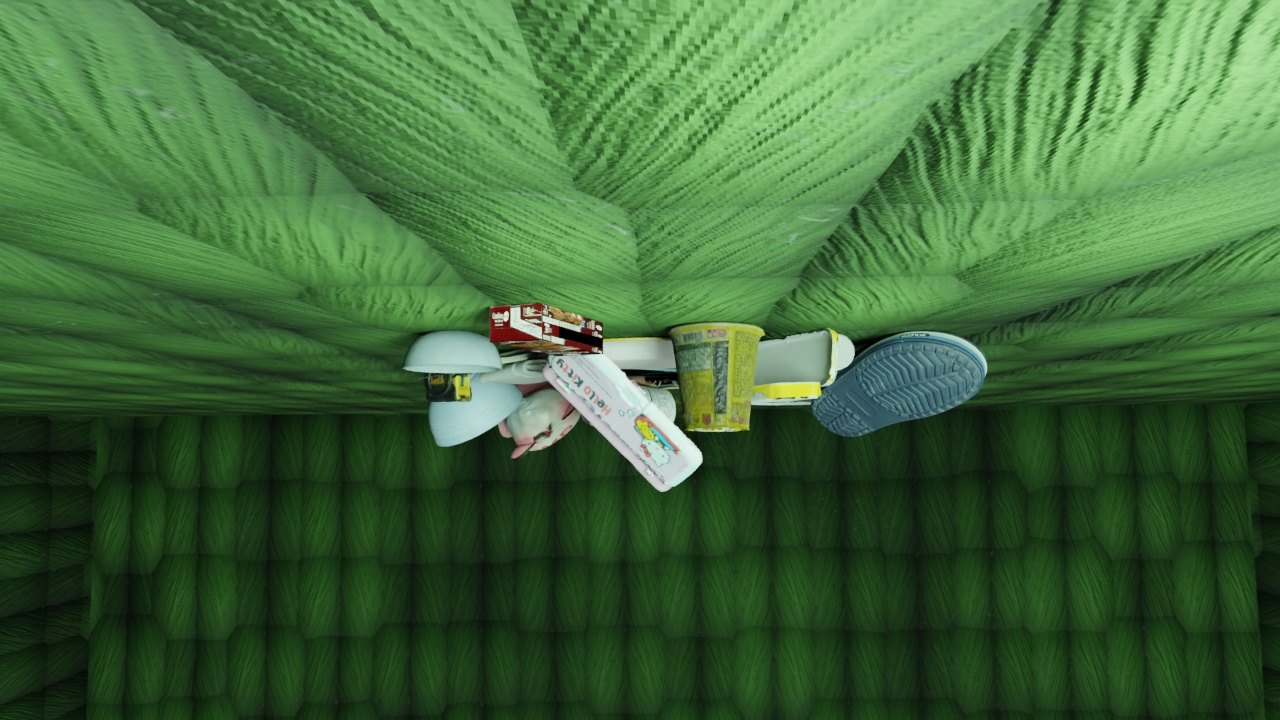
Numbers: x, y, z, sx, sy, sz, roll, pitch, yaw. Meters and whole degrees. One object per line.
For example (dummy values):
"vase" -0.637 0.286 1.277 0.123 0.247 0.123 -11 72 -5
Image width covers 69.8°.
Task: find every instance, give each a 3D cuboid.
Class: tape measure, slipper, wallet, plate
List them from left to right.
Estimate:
"tape measure" -0.259 0.025 1.233 0.067 0.062 0.038 -4 174 34
"wallet" -0.147 0.012 1.192 0.086 0.032 0.116 3 173 -42
"plate" 0.004 -0.006 1.154 0.230 0.021 0.230 -1 175 0
"slipper" 0.299 0.016 1.091 0.095 0.105 0.254 -47 -173 -34

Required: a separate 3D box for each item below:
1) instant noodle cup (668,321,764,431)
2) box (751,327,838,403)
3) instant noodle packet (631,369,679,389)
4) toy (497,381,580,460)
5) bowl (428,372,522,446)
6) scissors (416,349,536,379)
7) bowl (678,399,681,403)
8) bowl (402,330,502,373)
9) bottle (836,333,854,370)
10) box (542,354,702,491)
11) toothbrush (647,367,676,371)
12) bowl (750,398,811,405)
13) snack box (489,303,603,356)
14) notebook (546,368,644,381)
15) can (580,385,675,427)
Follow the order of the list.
"instant noodle cup" 0.080 0.019 0.962 0.102 0.108 0.102 0 173 0
"box" 0.135 0.011 1.043 0.084 0.080 0.211 1 174 -23
"instant noodle packet" 0.011 0.030 1.457 0.221 0.032 0.159 -3 -179 24
"toy" -0.162 0.080 1.450 0.142 0.084 0.213 -30 -160 -4
"bowl" -0.264 0.058 1.399 0.151 0.075 0.150 -25 -161 9
"scissors" -0.200 0.003 1.120 0.169 0.012 0.158 -10 -172 -21
"bowl" 0.109 0.019 1.212 0.130 0.045 0.130 -14 -176 1
"bowl" -0.203 -0.010 0.994 0.106 0.039 0.106 -1 175 0
"bottle" 0.219 -0.005 1.085 0.041 0.041 0.116 0 175 -2
"box" -0.009 0.043 0.999 0.103 0.201 0.100 -48 175 39
"toothbrush" -0.008 0.008 1.332 0.180 0.016 0.016 0 175 -2
"bowl" 0.215 0.032 1.343 0.116 0.065 0.116 -1 175 0
"snack box" -0.085 -0.027 0.865 0.051 0.031 0.140 -2 174 20
"notebook" -0.109 0.019 1.336 0.209 0.008 0.141 0 -175 -9
"can" -0.018 0.069 1.349 0.132 0.070 0.070 10 170 -35
